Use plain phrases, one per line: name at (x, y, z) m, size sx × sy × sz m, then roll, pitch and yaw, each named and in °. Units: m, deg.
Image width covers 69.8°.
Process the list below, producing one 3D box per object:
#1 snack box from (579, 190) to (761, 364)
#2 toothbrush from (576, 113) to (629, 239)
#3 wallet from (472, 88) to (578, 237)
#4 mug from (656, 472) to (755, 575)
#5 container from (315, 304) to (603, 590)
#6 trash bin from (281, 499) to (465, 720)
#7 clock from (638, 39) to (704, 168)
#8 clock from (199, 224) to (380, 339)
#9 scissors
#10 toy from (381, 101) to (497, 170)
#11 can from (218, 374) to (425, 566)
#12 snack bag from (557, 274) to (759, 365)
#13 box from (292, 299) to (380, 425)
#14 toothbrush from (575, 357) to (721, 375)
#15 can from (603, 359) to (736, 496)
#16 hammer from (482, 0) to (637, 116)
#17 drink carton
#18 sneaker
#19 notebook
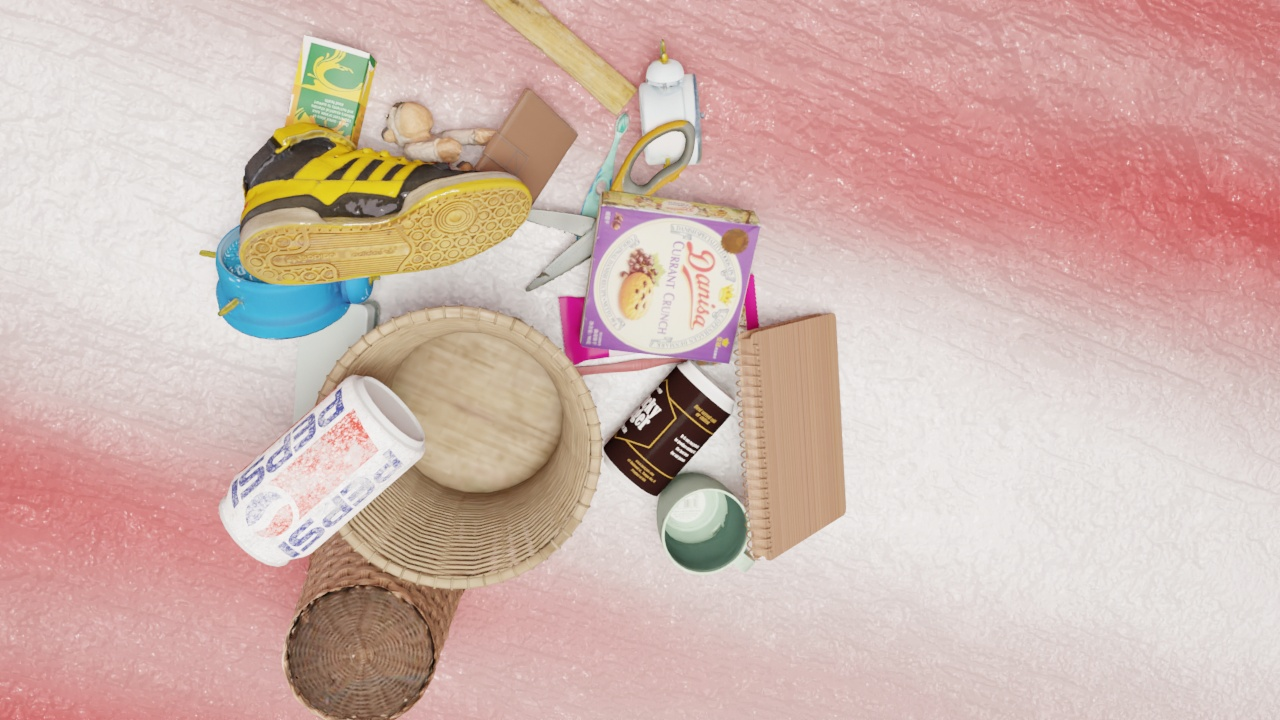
snack box at (0.025, -0.075, 0.851) m, size 0.148 × 0.040 × 0.144 m, roll 6°, pitch 119°, yaw -6°
toothbrush at (-0.036, -0.174, 0.884) m, size 0.022 × 0.017 × 0.135 m, roll 18°, pitch 95°, yaw -9°
wallet at (-0.114, -0.181, 0.851) m, size 0.013 × 0.087 × 0.121 m, roll 35°, pitch 93°, yaw 33°
mug at (0.066, 0.162, 0.896) m, size 0.111 × 0.104 × 0.084 m, roll 43°, pitch 91°, yaw -9°
container at (-0.151, 0.057, 0.807) m, size 0.227 × 0.196 × 0.227 m, roll -1°, pitch 98°, yaw -4°
trash bin at (-0.238, 0.220, 0.817) m, size 0.151 × 0.210 × 0.151 m, roll -1°, pitch 97°, yaw -6°
clock at (0.028, -0.236, 0.851) m, size 0.057 × 0.083 × 0.118 m, roll -5°, pitch 102°, yaw 1°
clock at (-0.301, -0.083, 0.819) m, size 0.161 × 0.116 × 0.060 m, roll -20°, pitch 141°, yaw -24°
scissors at (-0.010, -0.117, 0.860) m, size 0.226 × 0.016 × 0.226 m, roll -39°, pitch 115°, yaw 21°
toy at (-0.190, -0.204, 0.845) m, size 0.106 × 0.085 × 0.074 m, roll 34°, pitch 133°, yaw 12°
can at (-0.229, 0.079, 0.664) m, size 0.136 × 0.078 × 0.078 m, roll -41°, pitch 100°, yaw 2°
snack bag at (0.020, -0.040, 0.909) m, size 0.196 × 0.016 × 0.070 m, roll -7°, pitch 100°, yaw -6°
box at (-0.291, 0.039, 0.868) m, size 0.085 × 0.070 × 0.199 m, roll 1°, pitch 99°, yaw -26°
toothbrush at (-0.005, 0.005, 0.913) m, size 0.184 × 0.015 × 0.015 m, roll -6°, pitch 104°, yaw -4°
can at (0.027, 0.067, 0.891) m, size 0.072 × 0.072 × 0.128 m, roll 41°, pitch 97°, yaw -10°
hammer at (-0.140, -0.345, 0.844) m, size 0.330 × 0.033 × 0.132 m, roll 39°, pitch 90°, yaw -10°
drink carton at (-0.286, -0.224, 0.838) m, size 0.058 × 0.041 × 0.122 m, roll 14°, pitch 95°, yaw -8°
sneaker at (-0.221, -0.144, 0.785) m, size 0.238 × 0.086 × 0.122 m, roll -12°, pitch 55°, yaw -16°
notebook at (0.146, 0.068, 0.878) m, size 0.168 × 0.022 × 0.210 m, roll -14°, pitch 102°, yaw -50°
